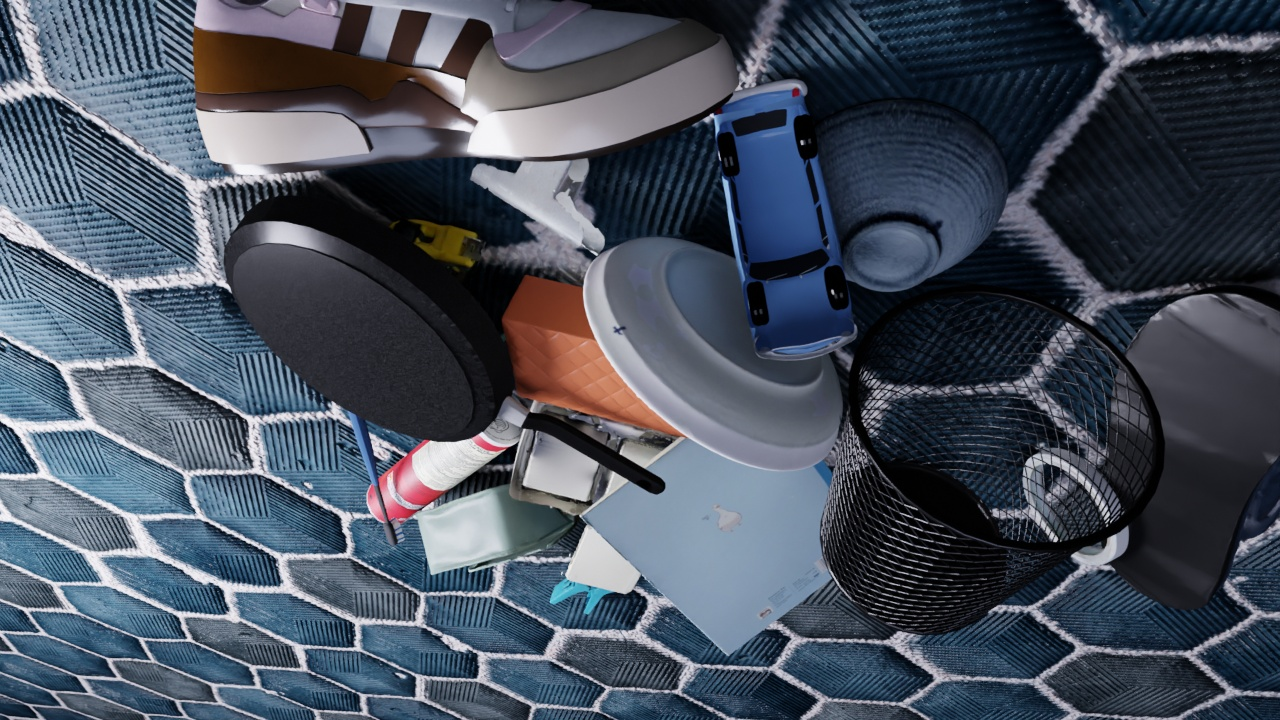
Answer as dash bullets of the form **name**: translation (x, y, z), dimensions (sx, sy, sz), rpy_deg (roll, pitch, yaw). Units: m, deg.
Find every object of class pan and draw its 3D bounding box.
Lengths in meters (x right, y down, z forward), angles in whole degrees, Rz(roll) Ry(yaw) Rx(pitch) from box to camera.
- **pan**: translation (-0.141, 0.014, 0.662), dimensions (0.356, 0.034, 0.226), rpy_deg (31, 145, -2)

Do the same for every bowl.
- **bowl**: translation (0.146, -0.079, 0.540), dimensions (0.137, 0.057, 0.137), rpy_deg (7, 140, 6)

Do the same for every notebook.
- **notebook**: translation (0.088, 0.143, 0.780), dimensions (0.181, 0.009, 0.253), rpy_deg (-37, 127, 3)

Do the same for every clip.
- **clip**: translation (-0.035, 0.243, 0.992), dimensions (0.120, 0.030, 0.130), rpy_deg (8, 140, -3)
- **clip**: translation (-0.060, -0.110, 0.549), dimensions (0.102, 0.052, 0.060), rpy_deg (34, 120, 29)

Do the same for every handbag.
- **handbag**: translation (-0.134, 0.156, 0.860), dimensions (0.122, 0.067, 0.106), rpy_deg (-22, 170, 32)
- **handbag**: translation (-0.004, 0.004, 0.663), dimensions (0.172, 0.060, 0.109), rpy_deg (13, 141, 11)

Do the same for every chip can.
- **chip can**: translation (-0.180, 0.092, 0.827), dimensions (0.051, 0.051, 0.215), rpy_deg (32, 137, -23)

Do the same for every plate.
- **plate**: translation (0.053, -0.017, 0.547), dimensions (0.182, 0.182, 0.034), rpy_deg (26, 125, -17)

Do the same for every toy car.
- **toy car**: translation (0.078, -0.075, 0.508), dimensions (0.056, 0.153, 0.054), rpy_deg (-11, 174, 8)

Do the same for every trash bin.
- **trash bin**: translation (0.214, 0.087, 0.634), dimensions (0.184, 0.183, 0.210), rpy_deg (8, 146, 4)

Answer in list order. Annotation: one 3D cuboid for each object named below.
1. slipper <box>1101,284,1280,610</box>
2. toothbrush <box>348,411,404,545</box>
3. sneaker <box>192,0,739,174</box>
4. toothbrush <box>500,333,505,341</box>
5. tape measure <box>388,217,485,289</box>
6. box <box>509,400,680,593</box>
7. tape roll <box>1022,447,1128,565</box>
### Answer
- **slipper**: translation (0.390, 0.053, 0.629), dimensions (0.109, 0.083, 0.266), rpy_deg (32, 143, 43)
- **toothbrush**: translation (-0.242, 0.095, 0.827), dimensions (0.014, 0.014, 0.168), rpy_deg (16, 123, 47)
- **sneaker**: translation (-0.098, -0.172, 0.474), dimensions (0.294, 0.111, 0.116), rpy_deg (1, 119, 14)
- **toothbrush**: translation (-0.135, -0.001, 0.734), dimensions (0.135, 0.017, 0.022), rpy_deg (-26, 131, 36)
- **tape measure**: translation (-0.151, -0.067, 0.642), dimensions (0.072, 0.042, 0.072), rpy_deg (16, 147, -12)
- **box**: translation (-0.042, 0.118, 0.770), dimensions (0.143, 0.044, 0.185), rpy_deg (17, 111, -9)
- **tape roll**: translation (0.329, 0.111, 0.698), dimensions (0.013, 0.093, 0.093), rpy_deg (-24, 140, -13)
